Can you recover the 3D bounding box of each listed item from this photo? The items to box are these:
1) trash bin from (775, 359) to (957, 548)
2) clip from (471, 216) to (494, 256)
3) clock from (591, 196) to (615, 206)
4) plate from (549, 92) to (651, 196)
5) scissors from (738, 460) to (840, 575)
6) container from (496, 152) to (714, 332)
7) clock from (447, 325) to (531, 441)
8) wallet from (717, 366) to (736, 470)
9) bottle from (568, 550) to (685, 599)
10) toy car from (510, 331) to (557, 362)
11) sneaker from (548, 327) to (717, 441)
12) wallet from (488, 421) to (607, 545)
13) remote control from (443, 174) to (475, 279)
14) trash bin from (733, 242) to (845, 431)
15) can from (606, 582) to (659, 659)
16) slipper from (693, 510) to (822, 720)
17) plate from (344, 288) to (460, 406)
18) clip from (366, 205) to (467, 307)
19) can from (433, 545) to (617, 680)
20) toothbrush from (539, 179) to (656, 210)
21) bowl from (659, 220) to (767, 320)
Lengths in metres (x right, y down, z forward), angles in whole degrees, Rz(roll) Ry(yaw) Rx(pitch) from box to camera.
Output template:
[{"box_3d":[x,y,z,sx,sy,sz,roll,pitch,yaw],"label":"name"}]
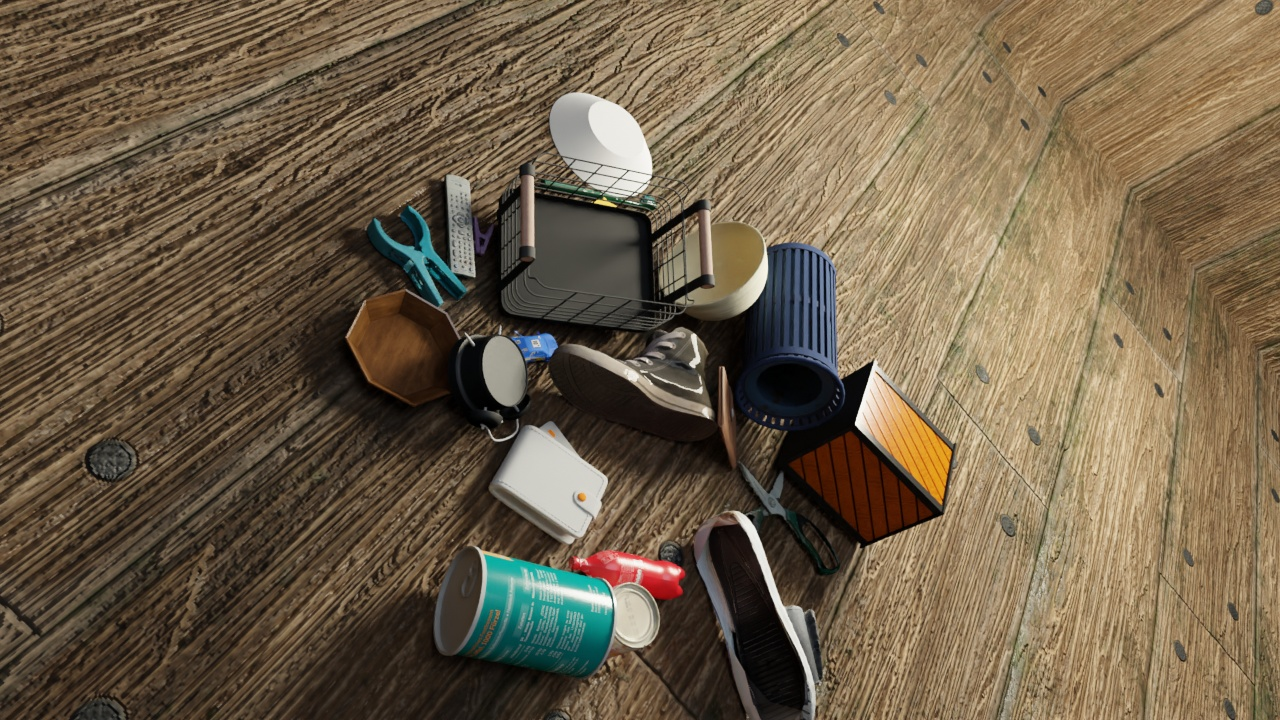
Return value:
[{"box_3d":[0.309,0.128,1.248,0.172,0.140,0.139,44,42,-11],"label":"trash bin"},{"box_3d":[-0.189,-0.147,1.097,0.029,0.013,0.050,16,59,-31],"label":"clip"},{"box_3d":[-0.048,-0.162,1.202,0.099,0.044,0.129,41,39,-13],"label":"clock"},{"box_3d":[-0.044,-0.316,1.295,0.173,0.036,0.173,19,55,-30],"label":"plate"},{"box_3d":[0.171,0.227,1.175,0.201,0.015,0.205,51,46,-2],"label":"scissors"},{"box_3d":[-0.049,-0.135,1.081,0.241,0.131,0.162,6,74,-27],"label":"container"},{"box_3d":[-0.157,0.026,0.983,0.091,0.043,0.120,-18,96,-61],"label":"clock"},{"box_3d":[0.111,0.074,1.161,0.121,0.013,0.087,69,21,-55],"label":"wallet"},{"box_3d":[-0.015,0.232,1.000,0.141,0.042,0.041,19,55,-30],"label":"bottle"},{"box_3d":[-0.120,-0.022,1.046,0.091,0.062,0.033,-8,71,-42],"label":"toy car"},{"box_3d":[-0.007,0.007,1.103,0.234,0.095,0.119,18,53,-28],"label":"sneaker"},{"box_3d":[-0.092,0.126,1.004,0.118,0.038,0.115,37,48,-12],"label":"wallet"},{"box_3d":[-0.214,-0.159,1.082,0.033,0.013,0.136,10,60,-36],"label":"remote control"},{"box_3d":[0.206,-0.043,1.259,0.139,0.140,0.248,32,43,-21],"label":"trash bin"},{"box_3d":[-0.028,0.269,0.944,0.067,0.076,0.067,19,55,-30],"label":"can"},{"box_3d":[0.142,0.300,1.050,0.063,0.111,0.263,-2,63,-47],"label":"slipper"},{"box_3d":[-0.247,-0.011,0.961,0.131,0.025,0.131,19,55,-30],"label":"plate"},{"box_3d":[-0.260,-0.110,1.009,0.120,0.030,0.130,-10,72,-47],"label":"clip"},{"box_3d":[-0.110,0.242,0.876,0.143,0.100,0.099,21,54,-29],"label":"can"},{"box_3d":[-0.054,-0.227,1.250,0.189,0.016,0.017,4,66,-38],"label":"toothbrush"},{"box_3d":[0.108,-0.109,1.243,0.075,0.151,0.150,55,35,-44],"label":"bowl"}]
